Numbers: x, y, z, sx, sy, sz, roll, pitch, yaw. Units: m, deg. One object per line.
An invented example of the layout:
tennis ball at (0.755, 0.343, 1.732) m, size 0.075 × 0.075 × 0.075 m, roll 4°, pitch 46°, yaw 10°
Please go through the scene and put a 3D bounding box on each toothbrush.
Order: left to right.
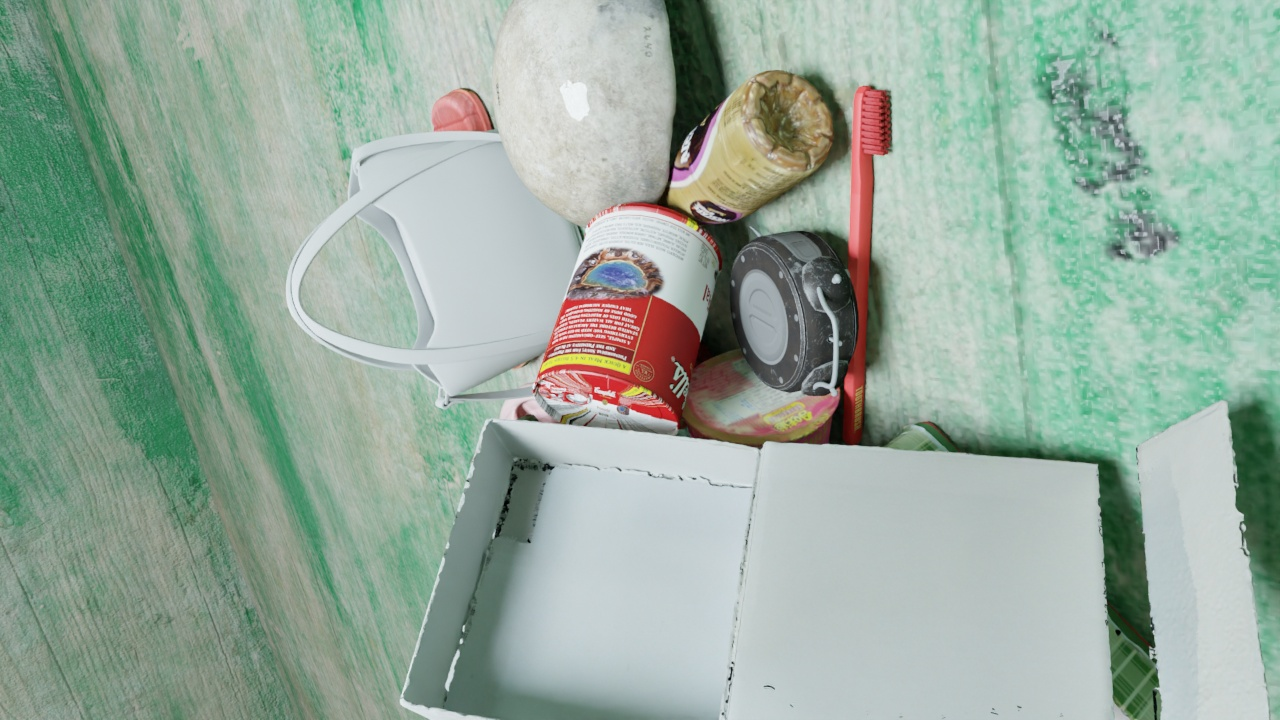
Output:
toothbrush at (0.125, -0.043, 0.510) m, size 0.018 × 0.012 × 0.213 m, roll 24°, pitch 128°, yaw 44°

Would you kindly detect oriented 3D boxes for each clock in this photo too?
clock at (0.092, -0.027, 0.523) m, size 0.123 × 0.043 × 0.091 m, roll -138°, pitch 39°, yaw -58°

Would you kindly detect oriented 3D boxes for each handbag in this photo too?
handbag at (-0.141, -0.060, 0.669) m, size 0.096 × 0.222 × 0.216 m, roll -12°, pitch 100°, yaw 56°

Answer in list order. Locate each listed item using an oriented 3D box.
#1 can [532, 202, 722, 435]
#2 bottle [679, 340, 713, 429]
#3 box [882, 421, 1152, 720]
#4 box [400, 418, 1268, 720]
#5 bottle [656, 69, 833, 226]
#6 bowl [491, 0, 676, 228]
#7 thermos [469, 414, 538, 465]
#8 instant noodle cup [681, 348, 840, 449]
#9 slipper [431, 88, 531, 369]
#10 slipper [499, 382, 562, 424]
can at (-0.006, -0.021, 0.541) m, size 0.087 × 0.116 × 0.087 m, roll 13°, pitch 152°, yaw 7°
bottle at (-0.004, 0.004, 0.632) m, size 0.111 × 0.098 × 0.099 m, roll 60°, pitch 145°, yaw 17°
box at (0.188, 0.142, 0.507) m, size 0.205 × 0.050 × 0.118 m, roll 49°, pitch 145°, yaw 24°
box at (0.069, 0.118, 0.439) m, size 0.369 × 0.165 × 0.098 m, roll 1°, pitch 150°, yaw 19°
bottle at (0.044, -0.107, 0.542) m, size 0.059 × 0.059 × 0.166 m, roll 65°, pitch 152°, yaw 1°
bowl at (-0.049, -0.163, 0.570) m, size 0.179 × 0.081 × 0.178 m, roll 169°, pitch 90°, yaw -69°
thermos at (-0.044, 0.149, 0.723) m, size 0.231 × 0.082 × 0.083 m, roll 52°, pitch 144°, yaw 4°
instant noodle cup at (0.076, 0.063, 0.576) m, size 0.098 × 0.097 × 0.109 m, roll 28°, pitch 137°, yaw 42°
slipper at (-0.146, -0.105, 0.794) m, size 0.104 × 0.059 × 0.249 m, roll 10°, pitch 116°, yaw 51°
slipper at (-0.091, 0.101, 0.817) m, size 0.107 × 0.055 × 0.222 m, roll 30°, pitch 134°, yaw 7°
